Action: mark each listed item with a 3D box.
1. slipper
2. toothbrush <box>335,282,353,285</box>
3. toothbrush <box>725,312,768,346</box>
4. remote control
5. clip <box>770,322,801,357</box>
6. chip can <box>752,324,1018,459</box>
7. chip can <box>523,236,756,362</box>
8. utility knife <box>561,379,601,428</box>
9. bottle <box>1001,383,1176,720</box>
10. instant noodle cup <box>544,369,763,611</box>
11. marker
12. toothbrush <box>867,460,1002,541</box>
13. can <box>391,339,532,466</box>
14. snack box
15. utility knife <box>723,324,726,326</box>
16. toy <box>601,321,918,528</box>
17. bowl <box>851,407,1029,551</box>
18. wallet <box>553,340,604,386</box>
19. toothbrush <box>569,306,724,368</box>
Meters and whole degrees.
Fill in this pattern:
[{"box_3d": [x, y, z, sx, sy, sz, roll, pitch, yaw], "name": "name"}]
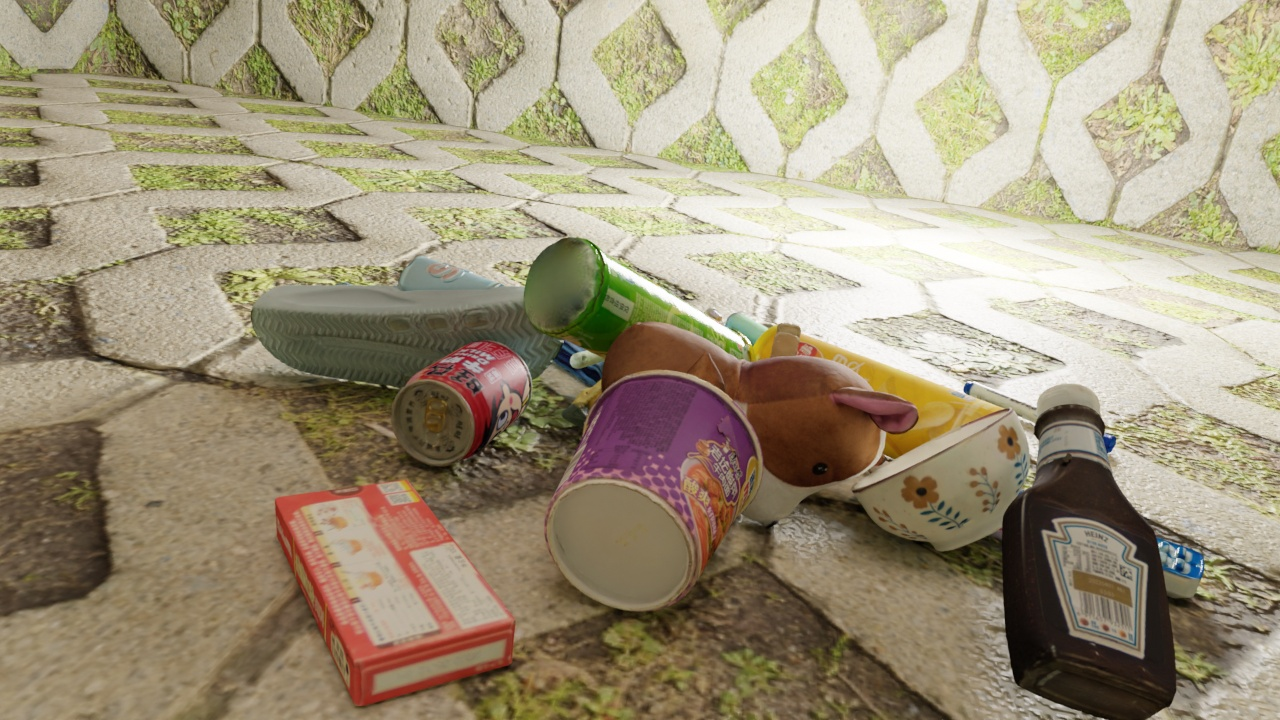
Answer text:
[{"box_3d": [-0.177, -0.031, 0.716, 0.245, 0.104, 0.074, 2, 49, 5], "name": "slipper"}, {"box_3d": [-0.204, -0.044, 0.873, 0.221, 0.026, 0.026, 17, -13, 24], "name": "toothbrush"}, {"box_3d": [0.150, -0.003, 0.903, 0.026, 0.027, 0.224, -33, 32, -12], "name": "toothbrush"}, {"box_3d": [0.300, 0.120, 0.607, 0.125, 0.024, 0.048, 20, 22, 29], "name": "remote control"}, {"box_3d": [0.104, 0.022, 0.703, 0.035, 0.104, 0.080, 10, 4, 11], "name": "clip"}, {"box_3d": [0.187, 0.035, 0.738, 0.213, 0.072, 0.071, 24, 24, 39], "name": "chip can"}, {"box_3d": [0.005, -0.023, 0.699, 0.073, 0.072, 0.221, 25, -1, 40], "name": "chip can"}, {"box_3d": [-0.005, 0.004, 0.763, 0.031, 0.020, 0.194, 47, 38, -1], "name": "utility knife"}, {"box_3d": [0.239, 0.092, 0.501, 0.080, 0.044, 0.194, 19, 47, 1], "name": "bottle"}, {"box_3d": [0.004, 0.075, 0.501, 0.111, 0.112, 0.099, 12, 28, 12], "name": "instant noodle cup"}, {"box_3d": [0.367, 0.050, 0.854, 0.016, 0.017, 0.146, -8, 24, -39], "name": "marker"}, {"box_3d": [0.221, 0.109, 0.623, 0.017, 0.016, 0.188, -17, 30, -32], "name": "toothbrush"}, {"box_3d": [-0.122, 0.028, 0.633, 0.066, 0.066, 0.093, 13, 19, 13], "name": "can"}, {"box_3d": [-0.128, 0.108, 0.462, 0.075, 0.025, 0.153, -6, 23, -33], "name": "snack box"}, {"box_3d": [0.081, -0.003, 0.886, 0.034, 0.018, 0.206, 20, 17, -9], "name": "utility knife"}, {"box_3d": [0.069, 0.042, 0.598, 0.199, 0.130, 0.140, 4, -10, 3], "name": "toy"}, {"box_3d": [0.199, 0.083, 0.586, 0.113, 0.062, 0.113, -26, -10, -5], "name": "bowl"}, {"box_3d": [-0.011, -0.010, 0.843, 0.132, 0.040, 0.106, -6, 28, -38], "name": "wallet"}, {"box_3d": [0.009, -0.018, 0.809, 0.189, 0.029, 0.020, -17, 2, -44], "name": "toothbrush"}]
